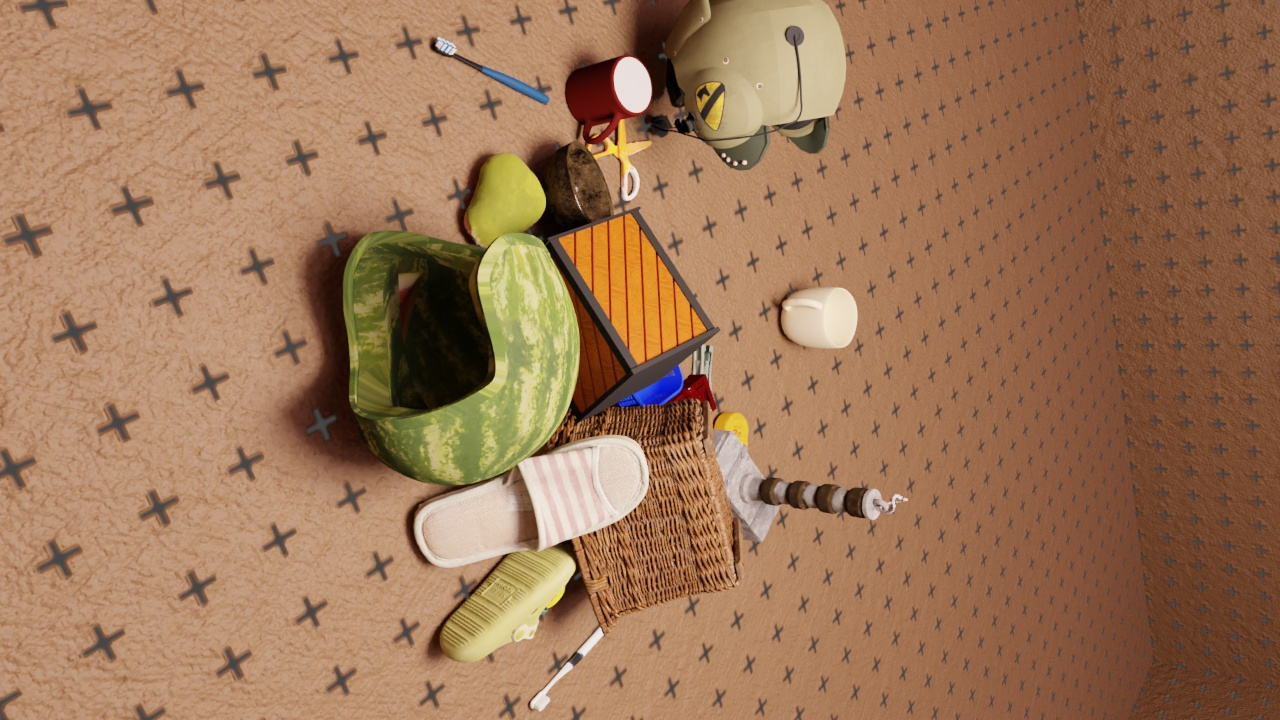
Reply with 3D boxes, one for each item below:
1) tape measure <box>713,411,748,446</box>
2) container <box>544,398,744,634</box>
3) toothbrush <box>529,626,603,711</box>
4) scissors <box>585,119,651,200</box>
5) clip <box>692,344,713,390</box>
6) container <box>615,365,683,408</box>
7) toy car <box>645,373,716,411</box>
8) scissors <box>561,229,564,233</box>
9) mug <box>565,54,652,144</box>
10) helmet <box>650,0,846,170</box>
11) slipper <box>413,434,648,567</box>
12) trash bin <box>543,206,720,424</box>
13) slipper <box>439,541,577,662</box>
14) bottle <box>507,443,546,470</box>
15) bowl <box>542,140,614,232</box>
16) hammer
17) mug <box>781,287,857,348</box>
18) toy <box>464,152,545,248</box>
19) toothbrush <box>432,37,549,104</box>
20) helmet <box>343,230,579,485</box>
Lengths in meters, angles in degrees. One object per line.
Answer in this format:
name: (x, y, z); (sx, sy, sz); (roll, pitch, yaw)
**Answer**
tape measure: (0.134, 0.106, 1.375); (0.068, 0.030, 0.059); (9, 84, -49)
container: (0.016, 0.170, 1.100); (0.162, 0.183, 0.250); (-73, 150, -71)
toothbrush: (-0.074, 0.376, 1.170); (0.186, 0.017, 0.012); (-40, 139, -39)
scissors: (-0.025, -0.271, 1.213); (0.125, 0.011, 0.131); (-28, 112, -41)
clip: (0.090, 0.014, 1.334); (0.044, 0.023, 0.076); (10, 82, -45)
container: (-0.007, 0.007, 1.192); (0.095, 0.058, 0.114); (-35, 104, -41)
toy car: (0.029, 0.080, 1.241); (0.169, 0.062, 0.070); (-36, 116, -40)
scissors: (-0.047, -0.159, 1.187); (0.146, 0.019, 0.133); (50, 57, -34)
mug: (-0.042, -0.320, 1.141); (0.073, 0.083, 0.105); (22, 75, -45)
helmet: (0.139, -0.373, 1.191); (0.249, 0.256, 0.233); (-24, 111, -45)
slipper: (-0.117, 0.154, 0.983); (0.263, 0.052, 0.115); (-19, 105, 0)
trash bin: (-0.037, -0.052, 1.055); (0.139, 0.140, 0.172); (-26, 80, -39)
slipper: (-0.140, 0.285, 1.049); (0.190, 0.092, 0.082); (-40, 121, -35)
bottle: (-0.156, 0.103, 1.058); (0.143, 0.043, 0.043); (25, 73, -44)
bowl: (-0.083, -0.198, 1.111); (0.121, 0.056, 0.121); (-15, 90, -70)
hammer: (0.210, 0.181, 1.241); (0.177, 0.327, 0.079); (54, 54, -33)
mug: (0.272, -0.073, 1.469); (0.120, 0.100, 0.096); (27, 73, -42)
toy: (-0.158, -0.178, 1.045); (0.090, 0.051, 0.109); (51, 59, -31)
toothbrush: (-0.168, -0.331, 1.058); (0.167, 0.014, 0.014); (13, 47, -46)
helmet: (-0.172, 0.000, 0.914); (0.243, 0.213, 0.247); (12, 84, -64)
